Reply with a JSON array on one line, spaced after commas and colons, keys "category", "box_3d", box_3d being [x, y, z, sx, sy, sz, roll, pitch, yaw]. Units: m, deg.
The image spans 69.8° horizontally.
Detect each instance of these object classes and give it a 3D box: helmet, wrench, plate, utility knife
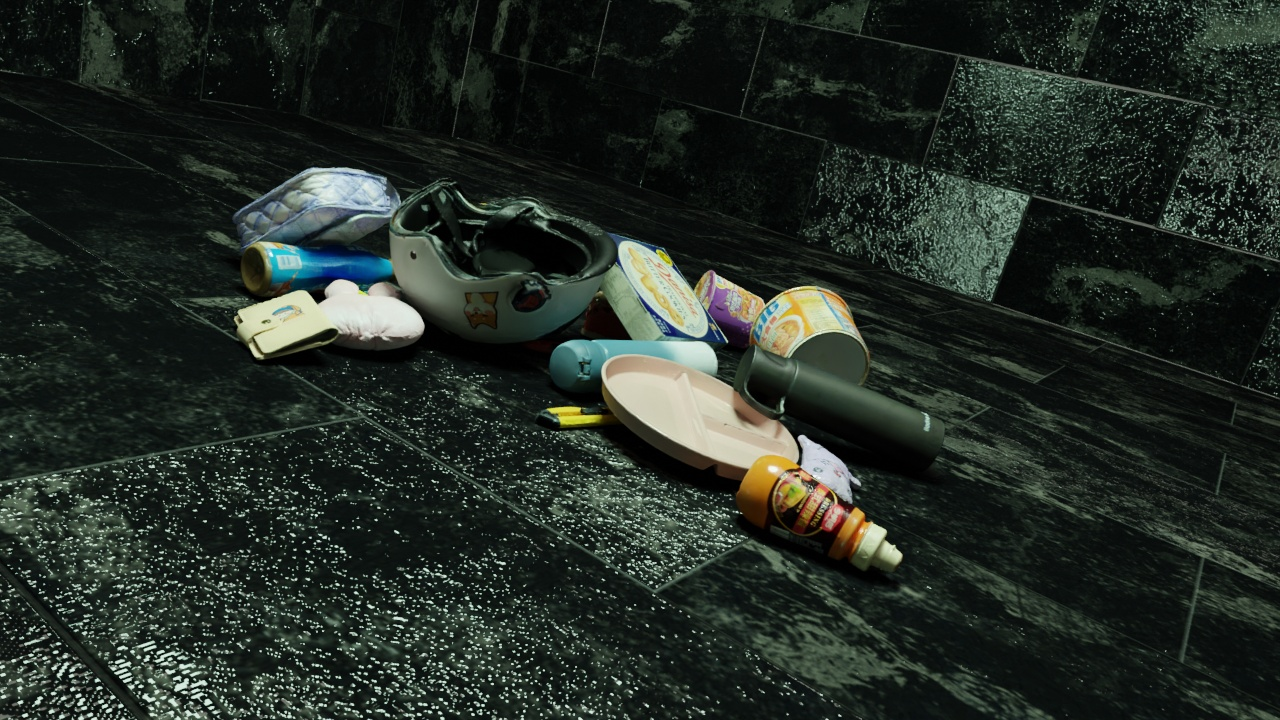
[{"category": "helmet", "box_3d": [-0.179, -0.103, 1.139, 0.274, 0.157, 0.229, 10, 31, -15]}, {"category": "wrench", "box_3d": [-0.023, -0.003, 1.199, 0.273, 0.016, 0.056, 8, 14, -24]}, {"category": "plate", "box_3d": [0.060, 0.061, 0.981, 0.229, 0.028, 0.229, 22, 19, -8]}, {"category": "utility knife", "box_3d": [-0.036, 0.057, 0.985, 0.180, 0.015, 0.033, 0, 25, -43]}]

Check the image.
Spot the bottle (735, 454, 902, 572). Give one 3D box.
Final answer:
[{"category": "bottle", "box_3d": [0.160, 0.141, 0.808, 0.149, 0.067, 0.066, 28, 20, 20]}]

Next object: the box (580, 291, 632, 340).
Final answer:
[{"category": "box", "box_3d": [-0.015, -0.074, 1.340, 0.091, 0.076, 0.168, 20, 17, 14]}]

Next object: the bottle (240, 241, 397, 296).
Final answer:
[{"category": "bottle", "box_3d": [-0.391, -0.116, 1.163, 0.065, 0.065, 0.218, 25, 19, 32]}]

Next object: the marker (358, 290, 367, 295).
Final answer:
[{"category": "marker", "box_3d": [-0.318, -0.062, 1.135, 0.124, 0.018, 0.015, 25, 24, 30]}]

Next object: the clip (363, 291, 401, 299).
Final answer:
[{"category": "clip", "box_3d": [-0.330, -0.077, 1.170, 0.057, 0.047, 0.014, 13, 18, 17]}]

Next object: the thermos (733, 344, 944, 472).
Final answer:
[{"category": "thermos", "box_3d": [0.226, 0.063, 1.061, 0.242, 0.069, 0.089, 21, 48, -6]}]

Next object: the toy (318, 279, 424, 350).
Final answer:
[{"category": "toy", "box_3d": [-0.309, -0.053, 1.041, 0.121, 0.054, 0.159, 4, 23, -19]}]

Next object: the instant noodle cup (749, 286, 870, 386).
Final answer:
[{"category": "instant noodle cup", "box_3d": [0.234, -0.011, 1.239, 0.151, 0.152, 0.111, 11, 25, -14]}]

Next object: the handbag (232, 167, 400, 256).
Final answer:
[{"category": "handbag", "box_3d": [-0.419, -0.178, 1.179, 0.194, 0.075, 0.134, -18, -7, 34]}]

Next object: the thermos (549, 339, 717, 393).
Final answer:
[{"category": "thermos", "box_3d": [-0.007, 0.006, 1.097, 0.220, 0.070, 0.070, 1, 21, -40]}]

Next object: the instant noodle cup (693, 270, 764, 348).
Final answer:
[{"category": "instant noodle cup", "box_3d": [0.133, -0.074, 1.429, 0.099, 0.112, 0.111, 19, 15, -12]}]

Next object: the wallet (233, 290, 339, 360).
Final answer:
[{"category": "wallet", "box_3d": [-0.371, -0.037, 0.949, 0.087, 0.024, 0.115, -24, 37, -25]}]

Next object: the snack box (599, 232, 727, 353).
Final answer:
[{"category": "snack box", "box_3d": [0.017, -0.087, 1.249, 0.182, 0.046, 0.178, 3, 50, -58]}]

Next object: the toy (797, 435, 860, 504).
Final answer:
[{"category": "toy", "box_3d": [0.191, 0.121, 0.935, 0.084, 0.039, 0.107, 38, 16, 1]}]
